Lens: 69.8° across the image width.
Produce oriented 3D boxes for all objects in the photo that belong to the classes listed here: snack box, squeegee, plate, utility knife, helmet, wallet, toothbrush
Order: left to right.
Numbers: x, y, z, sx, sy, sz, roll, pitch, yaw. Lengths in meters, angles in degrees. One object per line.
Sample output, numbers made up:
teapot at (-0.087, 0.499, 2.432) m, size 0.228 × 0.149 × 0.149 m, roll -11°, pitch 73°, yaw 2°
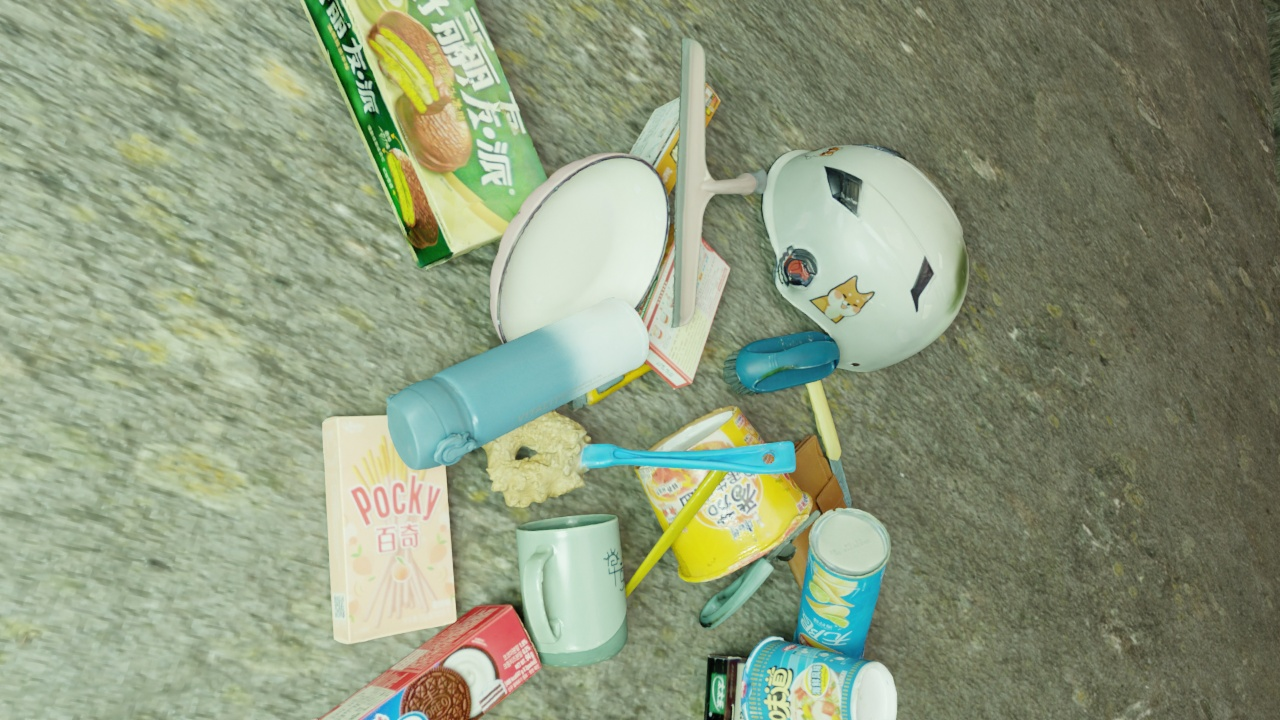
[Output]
snack box at (-0.182, 0.118, 0.666) m, size 0.084 × 0.026 × 0.157 m, roll 0°, pitch 82°, yaw -41°
snack box at (-0.167, 0.248, 0.633) m, size 0.206 × 0.058 × 0.057 m, roll -30°, pitch 98°, yaw -41°
snack box at (-0.164, -0.203, 0.719) m, size 0.114 × 0.063 × 0.240 m, roll -29°, pitch 101°, yaw -41°
plate at (-0.054, -0.085, 0.756) m, size 0.192 × 0.039 × 0.193 m, roll -35°, pitch 144°, yaw -31°
utility knife at (-0.005, 0.005, 0.849) m, size 0.170 × 0.015 × 0.033 m, roll -32°, pitch 99°, yaw -41°
toothbrush at (0.014, 0.153, 0.762) m, size 0.015 × 0.016 × 0.190 m, roll 29°, pitch 101°, yaw -42°
snack box at (0.017, -0.194, 0.868) m, size 0.026 × 0.075 × 0.153 m, roll 43°, pitch 57°, yaw -26°
snack box at (0.037, -0.056, 0.876) m, size 0.077 × 0.027 × 0.155 m, roll 42°, pitch 49°, yaw -26°
squeegee at (0.094, -0.173, 0.898) m, size 0.249 × 0.040 × 0.248 m, roll -29°, pitch 123°, yaw -64°
snack box at (0.104, 0.335, 0.855) m, size 0.125 × 0.053 × 0.113 m, roll 18°, pitch 69°, yaw -37°
wallet at (0.177, 0.159, 0.971) m, size 0.107 × 0.031 × 0.132 m, roll -34°, pitch 105°, yaw -38°
utility knife at (0.205, 0.068, 1.019) m, size 0.030 × 0.022 × 0.212 m, roll -17°, pitch 86°, yaw -41°
helmet at (0.270, -0.126, 1.022) m, size 0.229 × 0.157 × 0.274 m, roll -38°, pitch 107°, yaw -39°

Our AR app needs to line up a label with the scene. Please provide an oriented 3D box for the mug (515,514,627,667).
mug at (-0.058, 0.180, 0.713) m, size 0.111 × 0.082 × 0.106 m, roll 3°, pitch 82°, yaw -70°

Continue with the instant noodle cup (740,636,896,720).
instant noodle cup at (0.161, 0.298, 0.809) m, size 0.099 × 0.110 × 0.099 m, roll 10°, pitch 76°, yaw -44°

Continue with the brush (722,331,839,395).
brush at (0.156, 0.000, 0.950) m, size 0.143 × 0.074 × 0.055 m, roll -10°, pitch 84°, yaw -36°

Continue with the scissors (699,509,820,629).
scissors at (0.120, 0.174, 0.854) m, size 0.019 × 0.171 × 0.180 m, roll 41°, pitch 32°, yaw 4°

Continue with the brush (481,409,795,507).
brush at (-0.005, 0.076, 0.727) m, size 0.254 × 0.046 × 0.083 m, roll 1°, pitch 65°, yaw -1°

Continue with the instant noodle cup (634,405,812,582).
instant noodle cup at (0.067, 0.113, 0.819) m, size 0.137 × 0.138 × 0.110 m, roll -34°, pitch 96°, yaw -40°

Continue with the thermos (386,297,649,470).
thermos at (-0.089, 0.016, 0.697) m, size 0.219 × 0.070 × 0.070 m, roll -28°, pitch 100°, yaw -39°

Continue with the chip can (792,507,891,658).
chip can at (0.186, 0.225, 0.861) m, size 0.071 × 0.071 × 0.211 m, roll -54°, pitch 154°, yaw -34°
